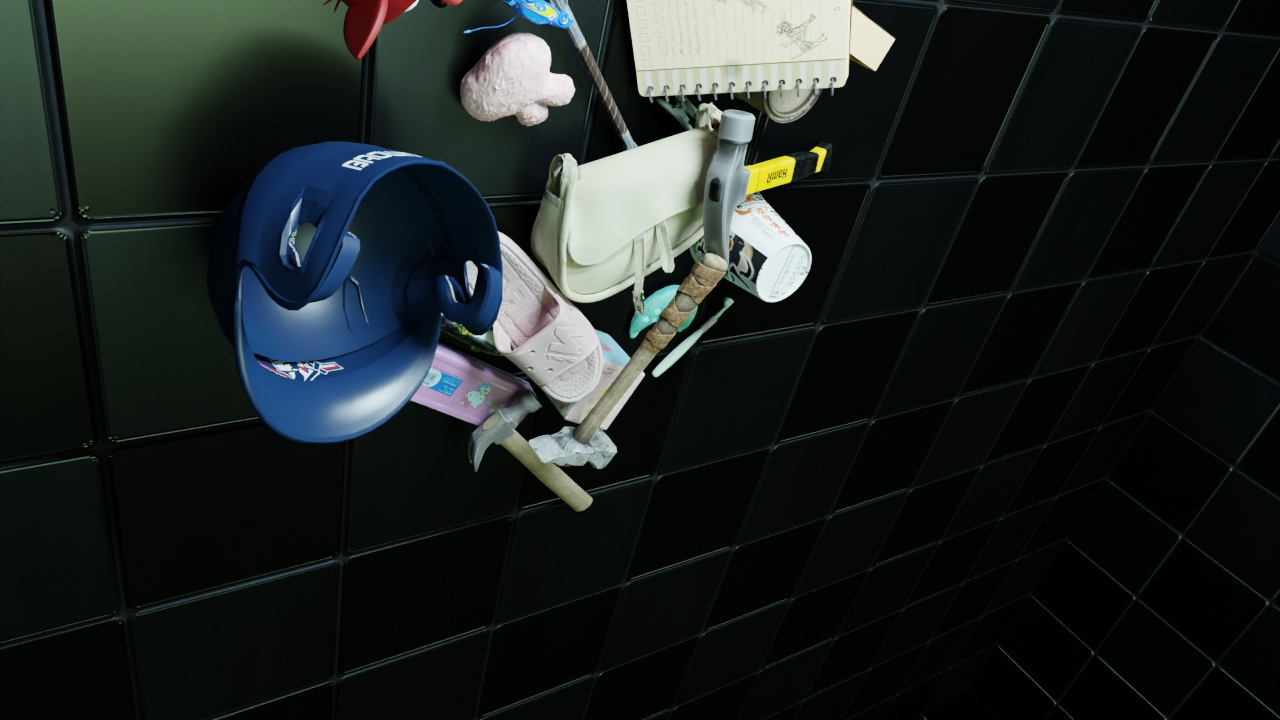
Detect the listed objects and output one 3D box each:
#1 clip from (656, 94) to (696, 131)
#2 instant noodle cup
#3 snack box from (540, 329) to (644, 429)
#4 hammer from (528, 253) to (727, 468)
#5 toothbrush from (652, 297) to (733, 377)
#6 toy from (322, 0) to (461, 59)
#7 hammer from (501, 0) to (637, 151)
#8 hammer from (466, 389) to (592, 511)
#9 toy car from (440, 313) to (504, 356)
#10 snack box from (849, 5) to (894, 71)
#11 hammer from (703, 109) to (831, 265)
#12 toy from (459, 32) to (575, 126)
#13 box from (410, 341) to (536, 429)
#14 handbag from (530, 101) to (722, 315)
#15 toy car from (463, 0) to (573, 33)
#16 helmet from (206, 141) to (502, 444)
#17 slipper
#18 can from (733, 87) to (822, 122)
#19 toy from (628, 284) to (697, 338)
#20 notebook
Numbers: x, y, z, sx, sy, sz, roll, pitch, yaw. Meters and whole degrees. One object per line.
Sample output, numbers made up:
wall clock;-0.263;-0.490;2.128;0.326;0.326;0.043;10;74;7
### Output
clip;0.048;-0.287;1.050;0.044;0.023;0.076;-52;141;8
instant noodle cup;0.147;-0.142;1.178;0.123;0.122;0.124;-22;136;-23
snack box;-0.067;0.020;1.170;0.079;0.093;0.095;20;111;-47
hammer;-0.006;0.006;1.067;0.121;0.049;0.319;8;125;-54
toothbrush;0.073;-0.032;1.299;0.155;0.015;0.022;-45;171;4
toy;-0.178;-0.335;0.720;0.197;0.158;0.120;-46;146;5
hammer;-0.052;-0.305;0.943;0.098;0.044;0.322;-39;142;-5
hammer;-0.134;0.145;1.255;0.119;0.030;0.331;-36;150;-1
toy car;-0.194;-0.034;1.059;0.105;0.048;0.033;35;67;-49
snack box;0.205;-0.377;1.016;0.088;0.126;0.040;12;116;-44
hammer;0.163;-0.222;1.104;0.323;0.034;0.170;-29;134;-53
toy;-0.117;-0.268;0.897;0.109;0.053;0.105;-32;149;28
box;-0.216;0.031;1.107;0.076;0.033;0.214;-49;140;10
handbag;0.001;-0.163;1.018;0.228;0.132;0.184;-25;144;-19
toy car;-0.110;-0.303;0.824;0.092;0.033;0.062;16;109;-50
helmet;-0.274;-0.060;0.826;0.232;0.223;0.272;7;90;-58
slipper;-0.120;-0.040;1.035;0.094;0.064;0.239;-31;119;10
can;0.156;-0.330;1.058;0.089;0.074;0.090;-22;136;-23
toy;0.037;-0.065;1.231;0.105;0.033;0.085;-5;138;-38
notebook;0.101;-0.344;0.937;0.226;0.024;0.168;1;136;10
